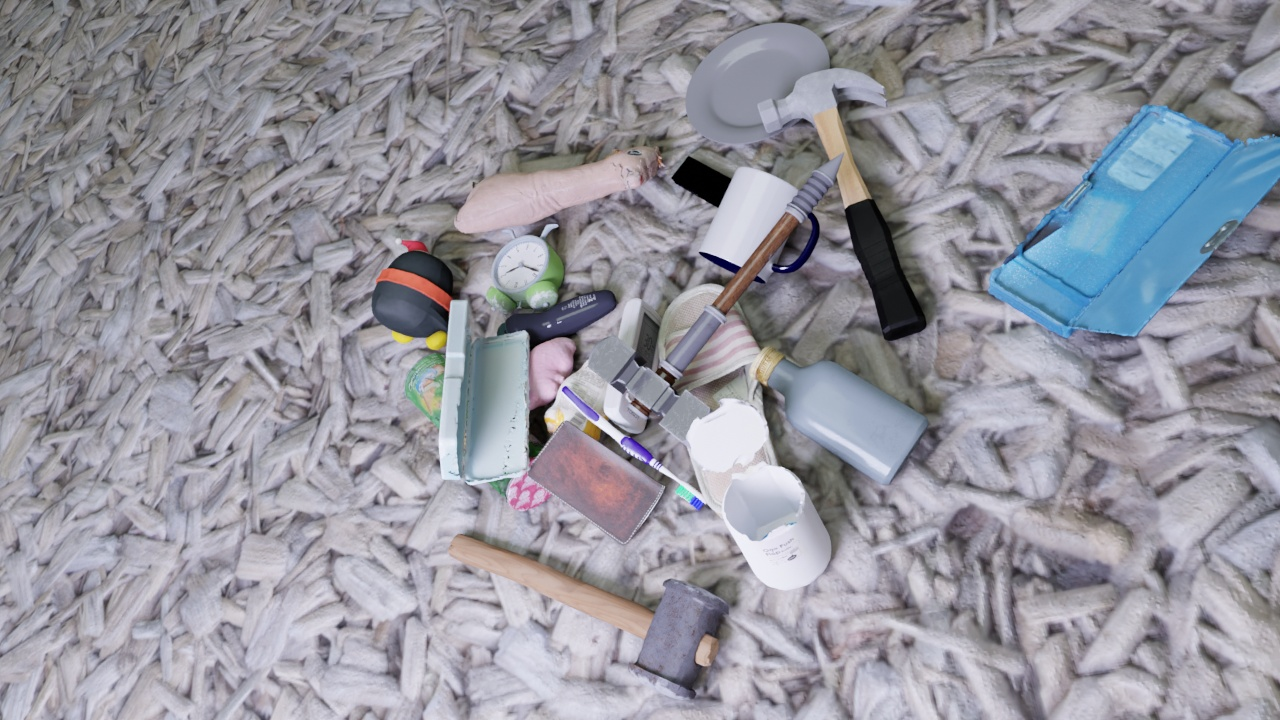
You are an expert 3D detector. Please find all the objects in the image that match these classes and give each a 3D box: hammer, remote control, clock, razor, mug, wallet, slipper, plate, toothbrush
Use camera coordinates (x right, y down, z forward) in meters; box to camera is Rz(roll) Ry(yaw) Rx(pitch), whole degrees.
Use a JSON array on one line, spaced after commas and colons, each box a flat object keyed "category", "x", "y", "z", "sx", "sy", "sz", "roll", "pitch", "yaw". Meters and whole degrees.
[{"category": "hammer", "x": -0.067, "y": 0.226, "z": 0.897, "sx": 0.329, "sy": 0.052, "sz": 0.098, "roll": 13, "pitch": 72, "yaw": 35}, {"category": "remote control", "x": -0.006, "y": 0.006, "z": 0.966, "sx": 0.025, "sy": 0.060, "sz": 0.138, "roll": -2, "pitch": 64, "yaw": 30}, {"category": "clock", "x": -0.136, "y": -0.100, "z": 1.097, "sx": 0.094, "sy": 0.042, "sz": 0.119, "roll": -1, "pitch": 64, "yaw": 27}, {"category": "razor", "x": -0.095, "y": -0.046, "z": 1.047, "sx": 0.143, "sy": 0.052, "sz": 0.047, "roll": -23, "pitch": 47, "yaw": 10}, {"category": "remote control", "x": 0.096, "y": -0.189, "z": 1.043, "sx": 0.150, "sy": 0.013, "sz": 0.034, "roll": 38, "pitch": 89, "yaw": 36}, {"category": "mug", "x": 0.129, "y": -0.134, "z": 0.948, "sx": 0.112, "sy": 0.078, "sz": 0.097, "roll": 26, "pitch": 91, "yaw": 28}, {"category": "wallet", "x": -0.045, "y": 0.121, "z": 0.912, "sx": 0.123, "sy": 0.019, "sz": 0.072, "roll": 35, "pitch": 82, "yaw": 3}, {"category": "hammer", "x": 0.222, "y": -0.169, "z": 0.947, "sx": 0.131, "sy": 0.039, "sz": 0.327, "roll": -19, "pitch": 61, "yaw": 13}, {"category": "slipper", "x": 0.078, "y": 0.030, "z": 0.916, "sx": 0.115, "sy": 0.052, "sz": 0.262, "roll": -22, "pitch": 57, "yaw": 17}, {"category": "hammer", "x": 0.096, "y": -0.075, "z": 0.890, "sx": 0.156, "sy": 0.043, "sz": 0.322, "roll": 38, "pitch": 88, "yaw": 24}, {"category": "plate", "x": 0.139, "y": -0.329, "z": 1.094, "sx": 0.179, "sy": 0.012, "sz": 0.178, "roll": -12, "pitch": 60, "yaw": 21}, {"category": "toothbrush", "x": -0.009, "y": 0.086, "z": 0.915, "sx": 0.187, "sy": 0.015, "sz": 0.016, "roll": 38, "pitch": 83, "yaw": 13}]

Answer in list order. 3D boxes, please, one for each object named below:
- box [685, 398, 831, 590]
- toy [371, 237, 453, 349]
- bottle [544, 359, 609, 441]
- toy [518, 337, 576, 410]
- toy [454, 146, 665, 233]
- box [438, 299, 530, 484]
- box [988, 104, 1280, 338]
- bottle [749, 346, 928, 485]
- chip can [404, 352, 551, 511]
[{"category": "box", "x": 0.103, "y": 0.118, "z": 0.798, "sx": 0.084, "sy": 0.160, "sz": 0.118, "roll": -23, "pitch": 46, "yaw": 8}, {"category": "toy", "x": -0.274, "y": -0.086, "z": 1.125, "sx": 0.098, "sy": 0.099, "sz": 0.119, "roll": 10, "pitch": 72, "yaw": 33}, {"category": "bottle", "x": -0.055, "y": 0.038, "z": 0.974, "sx": 0.063, "sy": 0.063, "sz": 0.108, "roll": 20, "pitch": 74, "yaw": 33}, {"category": "toy", "x": -0.114, "y": 0.019, "z": 1.017, "sx": 0.102, "sy": 0.050, "sz": 0.093, "roll": -31, "pitch": 36, "yaw": 5}, {"category": "toy", "x": -0.103, "y": -0.222, "z": 1.131, "sx": 0.264, "sy": 0.065, "sz": 0.195, "roll": -19, "pitch": 31, "yaw": 6}, {"category": "box", "x": -0.155, "y": 0.034, "z": 0.949, "sx": 0.096, "sy": 0.086, "sz": 0.198, "roll": 3, "pitch": 48, "yaw": -8}, {"category": "box", "x": 0.442, "y": -0.115, "z": 0.802, "sx": 0.232, "sy": 0.066, "sz": 0.173, "roll": -46, "pitch": 34, "yaw": -1}, {"category": "bottle", "x": 0.175, "y": 0.041, "z": 0.841, "sx": 0.161, "sy": 0.046, "sz": 0.072, "roll": 33, "pitch": 83, "yaw": 20}, {"category": "chip can", "x": -0.179, "y": 0.072, "z": 1.011, "sx": 0.223, "sy": 0.075, "sz": 0.075, "roll": 37, "pitch": 85, "yaw": 36}]
